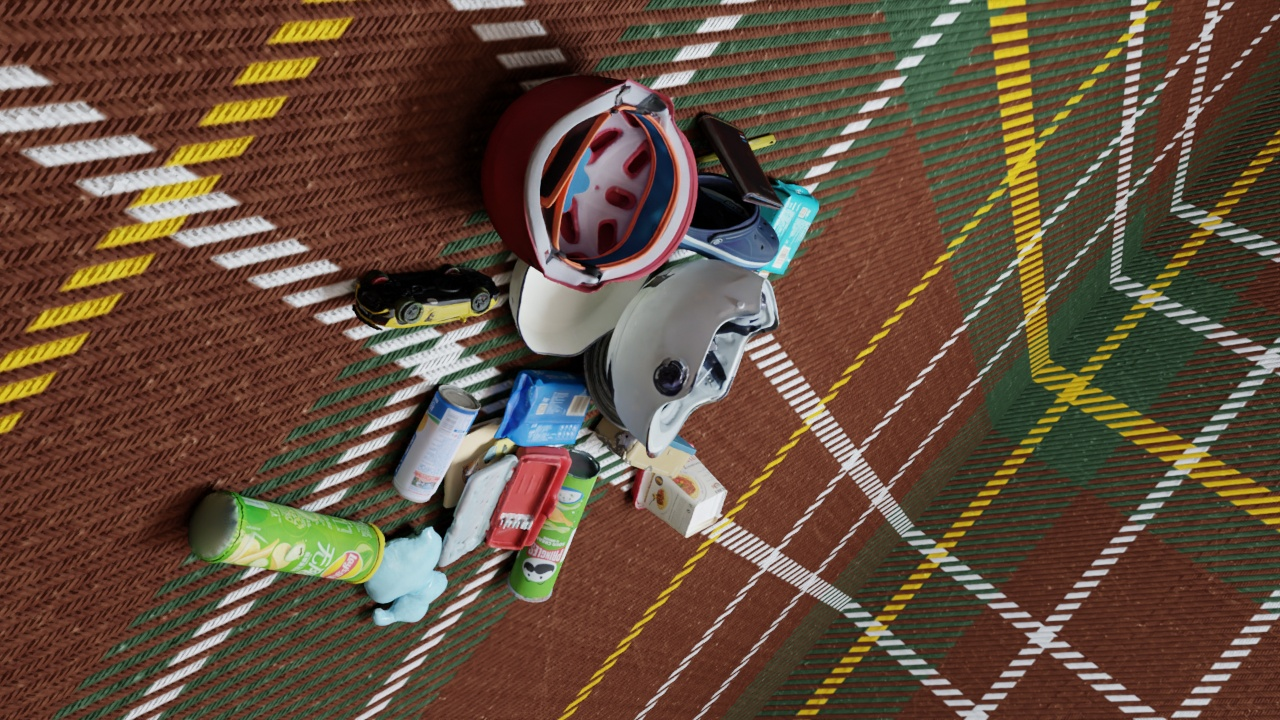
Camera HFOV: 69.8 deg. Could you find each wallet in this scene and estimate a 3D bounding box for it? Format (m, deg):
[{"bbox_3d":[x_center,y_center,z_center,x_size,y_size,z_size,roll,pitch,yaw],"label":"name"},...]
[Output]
[{"bbox_3d":[0.124,-0.240,1.118,0.020,0.122,0.096,-37,158,32],"label":"wallet"},{"bbox_3d":[-0.211,0.129,1.165,0.087,0.024,0.115,-26,138,-39],"label":"wallet"}]

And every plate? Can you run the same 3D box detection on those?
[{"bbox_3d":[-0.007,0.007,1.226,0.179,0.024,0.179,2,88,-40],"label":"plate"},{"bbox_3d":[-0.072,-0.100,1.085,0.204,0.045,0.205,-31,142,-28],"label":"plate"}]

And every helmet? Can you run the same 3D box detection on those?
[{"bbox_3d":[0.044,-0.021,1.133,0.259,0.146,0.228,-53,165,13],"label":"helmet"},{"bbox_3d":[-0.061,-0.183,0.921,0.239,0.144,0.207,10,104,-56],"label":"helmet"}]

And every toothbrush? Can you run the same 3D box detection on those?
[{"bbox_3d":[0.107,-0.261,1.168,0.189,0.016,0.016,-24,140,-35],"label":"toothbrush"}]

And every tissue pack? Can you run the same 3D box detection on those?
[{"bbox_3d":[-0.122,0.059,1.171,0.157,0.052,0.095,5,111,-56],"label":"tissue pack"},{"bbox_3d":[0.194,-0.191,1.314,0.093,0.050,0.134,6,118,-51],"label":"tissue pack"}]

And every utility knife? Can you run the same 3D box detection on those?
[{"bbox_3d":[-0.152,0.106,1.204,0.166,0.018,0.031,-9,116,-54],"label":"utility knife"}]

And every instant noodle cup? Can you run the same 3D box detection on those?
[{"bbox_3d":[0.066,0.212,1.492,0.116,0.124,0.117,-19,135,-40],"label":"instant noodle cup"}]

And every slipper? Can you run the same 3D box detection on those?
[{"bbox_3d":[0.096,-0.183,1.129,0.095,0.105,0.252,-29,157,35],"label":"slipper"}]

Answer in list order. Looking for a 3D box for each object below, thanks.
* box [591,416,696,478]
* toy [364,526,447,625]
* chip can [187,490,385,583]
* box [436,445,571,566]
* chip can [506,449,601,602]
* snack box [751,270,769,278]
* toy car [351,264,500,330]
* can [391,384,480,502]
[{"bbox_3d":[0.010,0.122,1.370,0.062,0.090,0.184,-56,150,6],"label":"box"},{"bbox_3d":[-0.302,0.277,1.176,0.161,0.050,0.156,-47,143,4],"label":"toy"},{"bbox_3d":[-0.374,0.192,0.982,0.072,0.072,0.221,-52,147,2],"label":"chip can"},{"bbox_3d":[-0.184,0.192,1.212,0.160,0.059,0.202,-7,140,-35],"label":"box"},{"bbox_3d":[-0.128,0.240,1.334,0.072,0.072,0.236,-7,127,-47],"label":"chip can"},{"bbox_3d":[0.133,-0.075,1.378,0.075,0.026,0.154,-1,124,-51],"label":"snack box"},{"bbox_3d":[-0.212,-0.063,0.926,0.155,0.071,0.041,-15,132,-44],"label":"toy car"},{"bbox_3d":[-0.239,0.098,1.069,0.053,0.053,0.135,10,114,-54],"label":"can"}]
